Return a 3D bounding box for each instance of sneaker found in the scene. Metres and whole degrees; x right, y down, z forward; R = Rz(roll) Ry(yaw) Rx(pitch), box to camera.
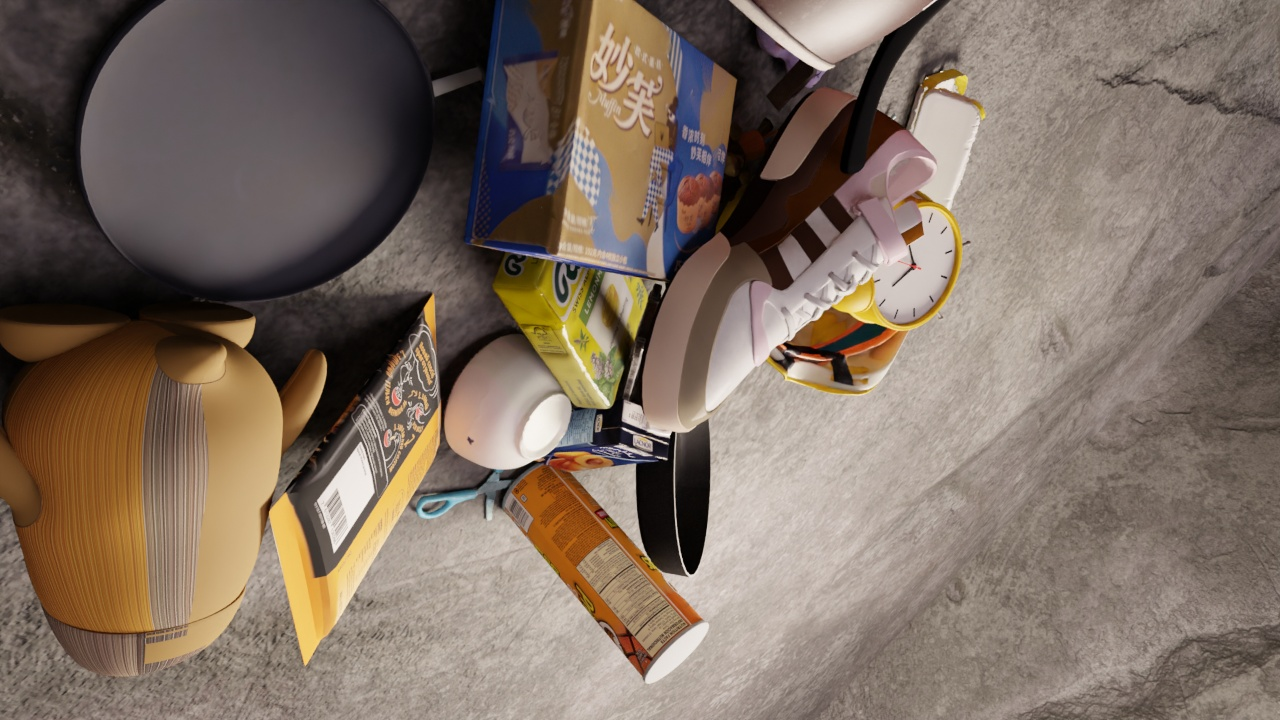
[{"bbox_3d":[0.114,-0.058,0.649,0.293,0.116,0.112,-55,152,-19],"label":"sneaker"}]

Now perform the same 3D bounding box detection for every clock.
[{"bbox_3d":[0.209,-0.084,0.766,0.151,0.052,0.113,11,101,-35],"label":"clock"}]

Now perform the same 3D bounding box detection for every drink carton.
[{"bbox_3d":[-0.040,0.068,0.803,0.064,0.130,0.040,23,65,-41],"label":"drink carton"}]

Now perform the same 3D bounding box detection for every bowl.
[{"bbox_3d":[-0.099,0.041,0.752,0.113,0.063,0.114,-38,144,-36],"label":"bowl"}]

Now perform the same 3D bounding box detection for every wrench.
[{"bbox_3d":[-0.005,0.004,0.771,0.274,0.010,0.070,106,1,-73],"label":"wrench"}]

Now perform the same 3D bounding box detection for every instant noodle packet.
[{"bbox_3d":[-0.189,0.078,0.646,0.220,0.032,0.160,-68,170,-48],"label":"instant noodle packet"}]

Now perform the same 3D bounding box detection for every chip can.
[{"bbox_3d":[-0.036,0.190,0.851,0.075,0.215,0.075,-34,150,-23],"label":"chip can"}]

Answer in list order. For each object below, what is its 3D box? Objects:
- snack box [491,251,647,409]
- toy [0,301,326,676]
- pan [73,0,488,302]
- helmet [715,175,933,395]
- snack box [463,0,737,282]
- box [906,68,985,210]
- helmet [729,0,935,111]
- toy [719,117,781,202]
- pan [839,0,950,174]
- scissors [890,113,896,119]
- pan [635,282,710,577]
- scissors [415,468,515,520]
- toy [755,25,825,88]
[{"bbox_3d":[-0.043,-0.052,0.700,0.181,0.045,0.121,63,38,-54],"label":"snack box"},{"bbox_3d":[-0.281,0.074,0.519,0.198,0.163,0.203,-5,107,-45],"label":"toy"},{"bbox_3d":[-0.147,-0.156,0.552,0.355,0.021,0.199,-29,143,-27],"label":"pan"},{"bbox_3d":[0.147,-0.092,0.843,0.239,0.140,0.209,23,95,-33],"label":"helmet"},{"bbox_3d":[-0.016,-0.135,0.592,0.202,0.069,0.155,3,96,-62],"label":"snack box"},{"bbox_3d":[0.311,-0.200,0.979,0.080,0.079,0.210,-41,150,-39],"label":"box"},{"bbox_3d":[0.100,-0.281,0.524,0.233,0.233,0.254,35,117,-21],"label":"helmet"},{"bbox_3d":[0.075,-0.169,0.743,0.100,0.062,0.076,-22,124,-5],"label":"toy"},{"bbox_3d":[0.216,-0.291,0.616,0.067,0.209,0.356,15,95,-17],"label":"pan"},{"bbox_3d":[0.230,-0.178,0.958,0.138,0.028,0.171,-12,138,-38],"label":"scissors"},{"bbox_3d":[0.028,0.043,0.875,0.203,0.044,0.356,-67,153,-59],"label":"pan"},{"bbox_3d":[-0.148,0.111,0.837,0.135,0.015,0.135,-21,137,-34],"label":"scissors"},{"bbox_3d":[0.135,-0.267,0.735,0.099,0.036,0.080,13,116,-51],"label":"toy"}]
